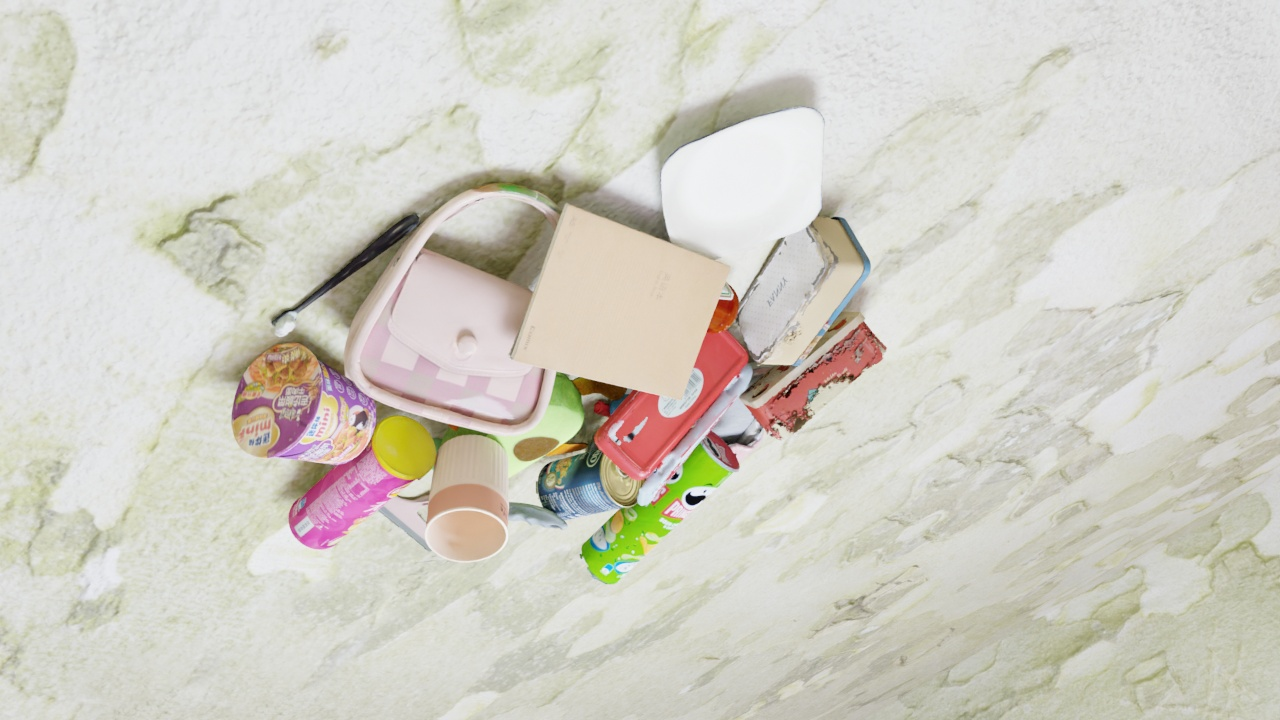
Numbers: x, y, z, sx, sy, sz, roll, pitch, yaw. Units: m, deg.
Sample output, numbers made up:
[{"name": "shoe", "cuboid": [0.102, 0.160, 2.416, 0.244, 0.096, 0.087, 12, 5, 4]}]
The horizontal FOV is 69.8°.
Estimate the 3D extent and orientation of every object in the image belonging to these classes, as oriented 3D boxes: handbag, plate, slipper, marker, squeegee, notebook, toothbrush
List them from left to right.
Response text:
[{"name": "toothbrush", "cuboid": [-0.268, -0.077, 0.831, 0.181, 0.018, 0.015, -35, 139, 14]}, {"name": "squeegee", "cuboid": [-0.201, 0.181, 1.119, 0.250, 0.040, 0.248, 1, 147, 19]}, {"name": "handbag", "cuboid": [-0.149, -0.055, 0.850, 0.193, 0.093, 0.234, 20, 107, -26]}, {"name": "notebook", "cuboid": [-0.014, -0.049, 0.884, 0.211, 0.012, 0.149, 15, 99, -39]}, {"name": "marker", "cuboid": [-0.006, 0.079, 1.159, 0.017, 0.017, 0.145, -40, 140, 22]}, {"name": "slipper", "cuboid": [0.104, 0.106, 1.218, 0.114, 0.054, 0.275, 6, 134, -33]}, {"name": "plate", "cuboid": [0.096, -0.172, 0.882, 0.163, 0.034, 0.164, -19, 144, -5]}]

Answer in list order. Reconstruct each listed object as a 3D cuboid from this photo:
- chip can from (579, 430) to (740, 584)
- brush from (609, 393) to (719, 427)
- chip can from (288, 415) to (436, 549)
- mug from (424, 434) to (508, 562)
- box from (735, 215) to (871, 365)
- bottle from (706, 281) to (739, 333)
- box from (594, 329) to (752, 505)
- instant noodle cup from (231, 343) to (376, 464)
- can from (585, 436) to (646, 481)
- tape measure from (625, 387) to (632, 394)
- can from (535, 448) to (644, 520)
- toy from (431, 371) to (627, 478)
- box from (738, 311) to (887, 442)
[{"name": "chip can", "cuboid": [0.022, 0.189, 1.171, 0.236, 0.072, 0.072, -46, 138, 18]}, {"name": "brush", "cuboid": [0.031, 0.047, 1.110, 0.143, 0.055, 0.074, -9, 117, -20]}, {"name": "chip can", "cuboid": [-0.307, 0.137, 0.999, 0.071, 0.071, 0.211, 15, 141, -40]}, {"name": "mug", "cuboid": [-0.183, 0.151, 0.956, 0.081, 0.105, 0.115, 18, 126, -20]}, {"name": "box", "cuboid": [0.174, -0.077, 0.995, 0.060, 0.089, 0.185, 2, 142, -29]}, {"name": "bottle", "cuboid": [0.018, -0.081, 0.939, 0.205, 0.059, 0.060, 20, 126, -42]}, {"name": "box", "cuboid": [0.041, 0.060, 1.046, 0.201, 0.119, 0.098, -48, -175, -19]}, {"name": "instant noodle cup", "cuboid": [-0.320, 0.051, 0.894, 0.112, 0.111, 0.099, -33, 150, 13]}, {"name": "can", "cuboid": [-0.024, 0.148, 1.202, 0.058, 0.058, 0.147, -24, 144, 2]}, {"name": "tape measure", "cuboid": [-0.006, 0.006, 1.054, 0.066, 0.033, 0.066, -25, 142, 0]}, {"name": "can", "cuboid": [-0.061, 0.147, 1.097, 0.111, 0.075, 0.075, -19, 151, 37]}, {"name": "toy", "cuboid": [-0.138, 0.071, 1.021, 0.226, 0.090, 0.247, 25, 122, -41]}, {"name": "box", "cuboid": [0.209, 0.023, 1.089, 0.168, 0.076, 0.091, -40, -173, -3]}]
